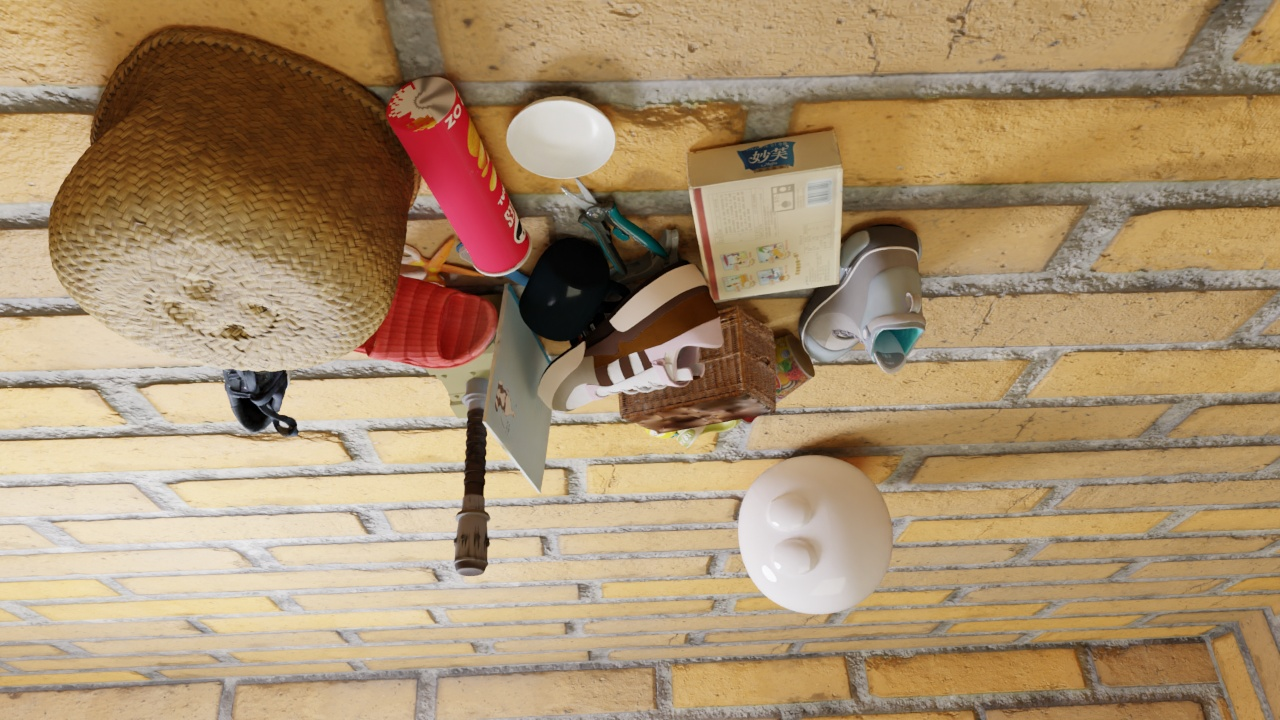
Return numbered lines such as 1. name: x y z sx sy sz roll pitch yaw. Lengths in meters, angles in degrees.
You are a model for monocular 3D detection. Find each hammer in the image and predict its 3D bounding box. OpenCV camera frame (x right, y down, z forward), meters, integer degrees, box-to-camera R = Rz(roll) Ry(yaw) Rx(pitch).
1. hammer: -0.201 0.101 1.121 0.101 0.324 0.190 -6 149 4

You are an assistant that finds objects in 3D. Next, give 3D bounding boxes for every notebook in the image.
1. notebook: -0.146 0.043 1.157 0.009 0.180 0.254 0 154 10

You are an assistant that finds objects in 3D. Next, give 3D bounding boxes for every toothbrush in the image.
1. toothbrush: -0.151 -0.100 1.085 0.016 0.014 0.166 -37 140 23

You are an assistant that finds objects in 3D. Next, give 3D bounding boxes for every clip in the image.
1. clip: 0.039 -0.091 1.114 0.164 0.031 0.169 17 145 -33

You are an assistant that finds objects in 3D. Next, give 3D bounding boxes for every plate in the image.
1. plate: -0.076 -0.220 0.885 0.104 0.026 0.104 -2 149 -1

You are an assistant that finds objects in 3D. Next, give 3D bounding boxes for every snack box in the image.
1. snack box: 0.138 -0.149 0.995 0.153 0.055 0.207 -7 149 7

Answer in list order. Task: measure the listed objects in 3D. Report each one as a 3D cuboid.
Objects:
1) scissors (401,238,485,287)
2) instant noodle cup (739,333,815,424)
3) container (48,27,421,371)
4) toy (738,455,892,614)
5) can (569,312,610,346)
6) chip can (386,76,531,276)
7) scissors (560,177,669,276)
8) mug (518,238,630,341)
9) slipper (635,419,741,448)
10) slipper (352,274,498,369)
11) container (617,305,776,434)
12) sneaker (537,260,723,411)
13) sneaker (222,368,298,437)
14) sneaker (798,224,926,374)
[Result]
1. scissors: -0.247 -0.110 1.070 0.131 0.011 0.126 16 145 -29
2. instant noodle cup: 0.172 0.019 1.252 0.113 0.100 0.100 -29 141 25
3. container: -0.371 -0.122 0.863 0.307 0.196 0.307 -2 151 -1
4. toy: 0.299 0.296 1.571 0.266 0.262 0.280 -10 167 26
5. can: -0.058 -0.040 1.184 0.031 0.031 0.081 20 143 -33
6. chip can: -0.173 -0.175 0.910 0.069 0.069 0.221 -8 149 8
7. scissors: -0.030 -0.142 1.011 0.151 0.019 0.119 18 142 -10
8. mug: -0.069 -0.080 1.060 0.121 0.085 0.095 11 142 -20
9. slipper: 0.068 0.095 1.378 0.190 0.081 0.092 7 150 -22
10. slipper: -0.291 -0.050 1.061 0.249 0.103 0.059 6 167 1
11. container: 0.072 0.018 1.188 0.199 0.112 0.113 -13 158 27
12. sneaker: -0.007 0.006 1.101 0.295 0.116 0.111 -38 169 38
13. sneaker: -0.479 0.005 1.134 0.120 0.127 0.295 7 146 -15
14. sneaker: 0.267 -0.032 1.104 0.093 0.160 0.257 3 147 -11
